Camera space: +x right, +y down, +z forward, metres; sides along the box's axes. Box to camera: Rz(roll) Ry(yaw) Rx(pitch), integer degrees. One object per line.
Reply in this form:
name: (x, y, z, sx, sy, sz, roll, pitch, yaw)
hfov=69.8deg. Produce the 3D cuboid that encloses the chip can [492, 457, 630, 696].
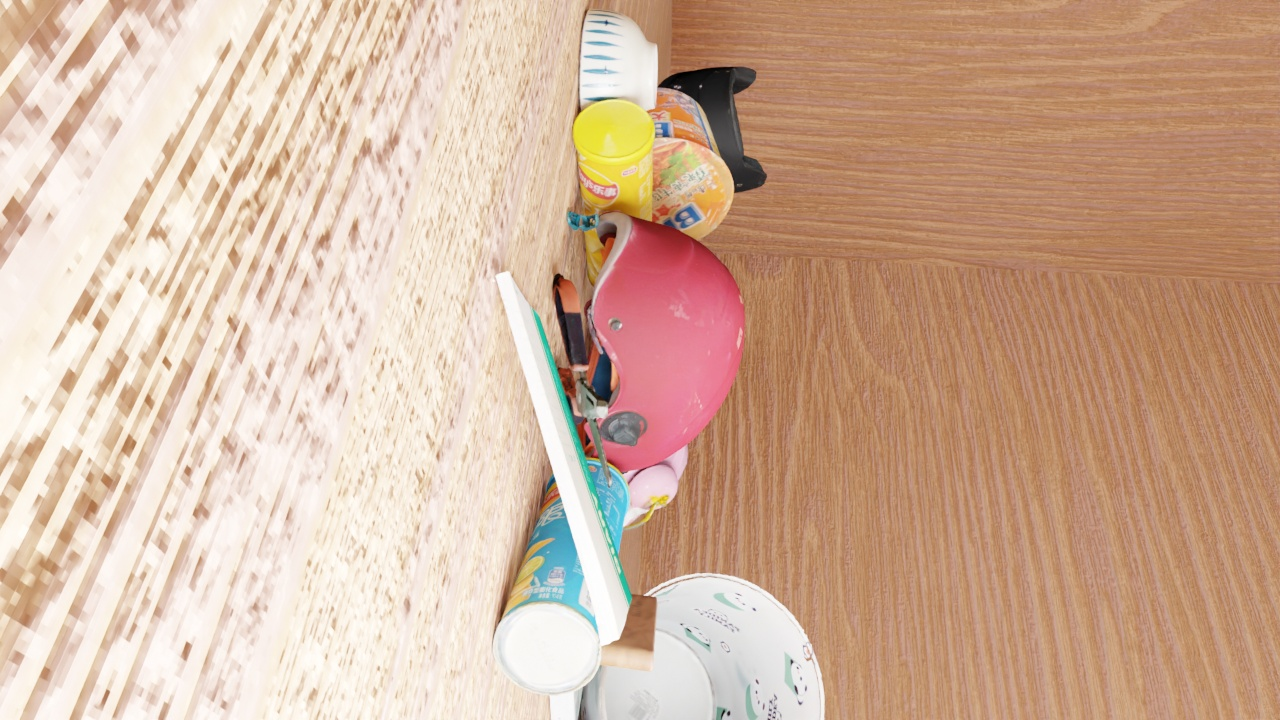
chip can: (-0.052, 0.148, 0.672, 0.210, 0.071, 0.071, -77, 170, -70)

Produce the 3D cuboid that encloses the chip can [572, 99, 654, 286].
chip can: (-0.022, -0.147, 0.879, 0.214, 0.072, 0.072, 88, 6, -60)

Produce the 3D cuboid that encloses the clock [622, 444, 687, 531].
clock: (-0.016, 0.099, 0.910, 0.060, 0.117, 0.158, 67, 21, -52)

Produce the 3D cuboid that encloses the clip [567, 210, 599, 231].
clip: (-0.052, -0.123, 0.815, 0.055, 0.037, 0.013, -145, -119, -84)

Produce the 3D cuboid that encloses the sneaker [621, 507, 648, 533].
sneaker: (-0.025, 0.136, 0.993, 0.118, 0.088, 0.240, 91, 1, -47)

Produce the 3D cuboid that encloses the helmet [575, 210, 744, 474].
helmet: (0.014, -0.003, 0.816, 0.206, 0.144, 0.240, -96, -165, -61)

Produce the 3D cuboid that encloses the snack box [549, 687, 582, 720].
snack box: (-0.069, 0.292, 0.941, 0.156, 0.027, 0.085, -83, 175, -52)

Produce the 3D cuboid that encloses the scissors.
scissors: (-0.046, 0.016, 0.677, 0.189, 0.015, 0.223, 106, -24, -59)

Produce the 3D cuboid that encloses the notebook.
notebook: (-0.044, 0.059, 0.567, 0.150, 0.012, 0.209, 75, -3, -84)

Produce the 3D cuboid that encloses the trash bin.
trash bin: (0.039, 0.364, 0.987, 0.252, 0.229, 0.229, 126, -28, -63)

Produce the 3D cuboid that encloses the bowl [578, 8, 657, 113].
bowl: (-0.018, -0.265, 0.856, 0.116, 0.066, 0.116, 7, 87, -87)

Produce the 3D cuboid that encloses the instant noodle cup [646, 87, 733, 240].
instant noodle cup: (0.018, -0.211, 0.983, 0.152, 0.151, 0.111, 90, -3, -51)

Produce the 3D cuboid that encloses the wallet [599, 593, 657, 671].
wallet: (-0.037, 0.224, 0.779, 0.115, 0.101, 0.020, -78, 174, -77)

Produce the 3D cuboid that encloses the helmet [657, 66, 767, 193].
helmet: (0.116, -0.432, 1.750, 0.275, 0.230, 0.233, 121, -34, -79)
